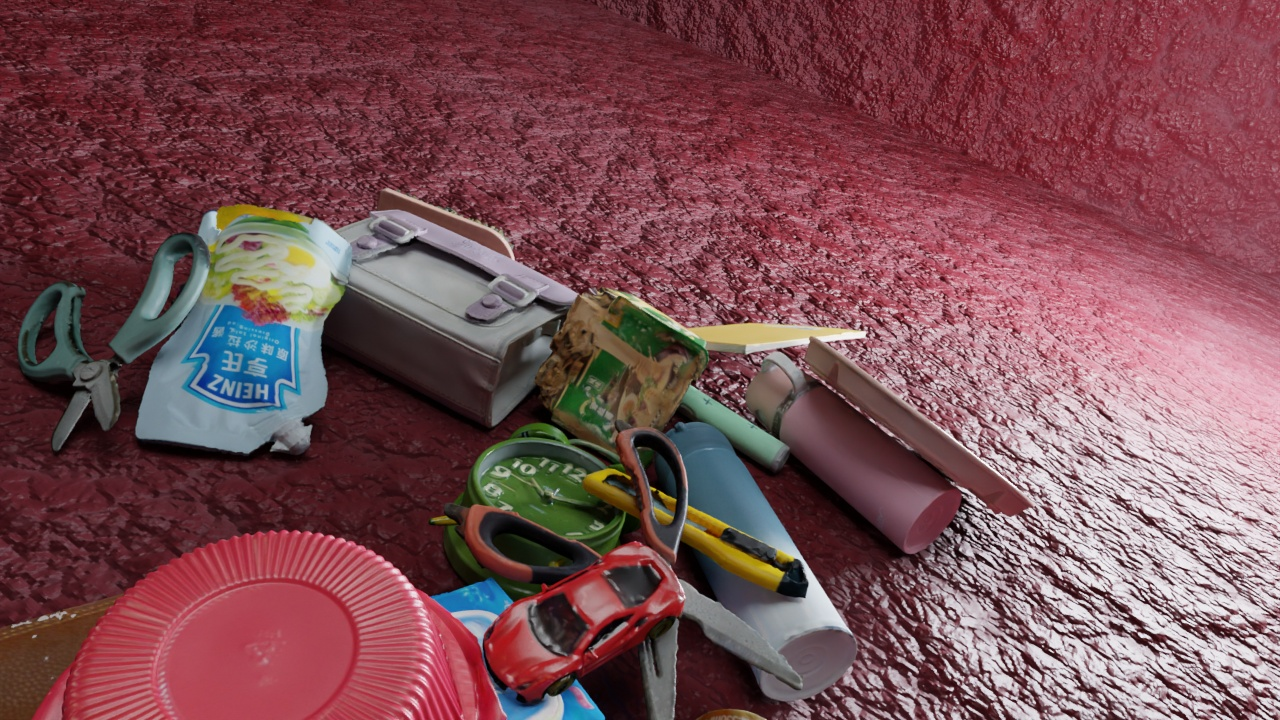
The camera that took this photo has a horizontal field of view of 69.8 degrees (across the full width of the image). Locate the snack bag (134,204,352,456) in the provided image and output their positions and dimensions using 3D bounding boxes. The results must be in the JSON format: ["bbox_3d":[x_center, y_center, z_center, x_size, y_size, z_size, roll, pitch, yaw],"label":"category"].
[{"bbox_3d":[-0.269,-0.022,0.640,0.110,0.039,0.190,16,55,-25],"label":"snack bag"}]

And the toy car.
[{"bbox_3d":[-0.028,0.129,0.459,0.106,0.031,0.049,-22,51,-28],"label":"toy car"}]

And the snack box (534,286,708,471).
[{"bbox_3d":[-0.004,0.004,0.750,0.117,0.118,0.105,33,19,9],"label":"snack box"}]

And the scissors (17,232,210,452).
[{"bbox_3d":[-0.341,-0.025,0.606,0.178,0.019,0.173,-39,51,-8],"label":"scissors"}]

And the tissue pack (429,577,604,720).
[{"bbox_3d":[-0.079,0.173,0.455,0.094,0.052,0.157,-9,38,-41],"label":"tissue pack"}]

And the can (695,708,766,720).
[{"bbox_3d":[0.033,0.229,0.414,0.058,0.058,0.147,22,28,6],"label":"can"}]

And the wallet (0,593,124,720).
[{"bbox_3d":[-0.250,0.158,0.409,0.124,0.032,0.101,-11,43,-43],"label":"wallet"}]

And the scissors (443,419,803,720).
[{"bbox_3d":[-0.002,0.112,0.519,0.222,0.015,0.188,25,41,17],"label":"scissors"}]

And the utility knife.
[{"bbox_3d":[0.033,0.103,0.562,0.154,0.015,0.033,24,31,17],"label":"utility knife"}]

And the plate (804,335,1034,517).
[{"bbox_3d":[0.230,0.058,0.784,0.229,0.028,0.229,37,7,-5],"label":"plate"}]

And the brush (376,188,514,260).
[{"bbox_3d":[-0.194,-0.116,0.906,0.145,0.063,0.073,21,24,1],"label":"brush"}]

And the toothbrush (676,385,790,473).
[{"bbox_3d":[0.034,0.030,0.813,0.224,0.026,0.027,32,51,25],"label":"toothbrush"}]

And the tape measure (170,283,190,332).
[{"bbox_3d":[-0.323,-0.029,0.675,0.039,0.057,0.058,0,40,-34],"label":"tape measure"}]

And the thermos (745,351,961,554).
[{"bbox_3d":[0.170,0.067,0.766,0.067,0.087,0.198,-32,50,-17],"label":"thermos"}]

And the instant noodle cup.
[{"bbox_3d":[-0.153,0.138,0.376,0.194,0.066,0.193,7,36,-6],"label":"instant noodle cup"}]

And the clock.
[{"bbox_3d":[-0.057,0.096,0.607,0.116,0.056,0.160,26,29,13],"label":"clock"}]

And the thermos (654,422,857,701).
[{"bbox_3d":[0.068,0.123,0.625,0.070,0.070,0.220,5,30,-23],"label":"thermos"}]

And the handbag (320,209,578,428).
[{"bbox_3d":[-0.161,-0.048,0.754,0.197,0.099,0.144,26,32,13],"label":"handbag"}]

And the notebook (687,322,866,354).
[{"bbox_3d":[0.104,-0.024,0.891,0.146,0.010,0.205,7,9,41],"label":"notebook"}]
